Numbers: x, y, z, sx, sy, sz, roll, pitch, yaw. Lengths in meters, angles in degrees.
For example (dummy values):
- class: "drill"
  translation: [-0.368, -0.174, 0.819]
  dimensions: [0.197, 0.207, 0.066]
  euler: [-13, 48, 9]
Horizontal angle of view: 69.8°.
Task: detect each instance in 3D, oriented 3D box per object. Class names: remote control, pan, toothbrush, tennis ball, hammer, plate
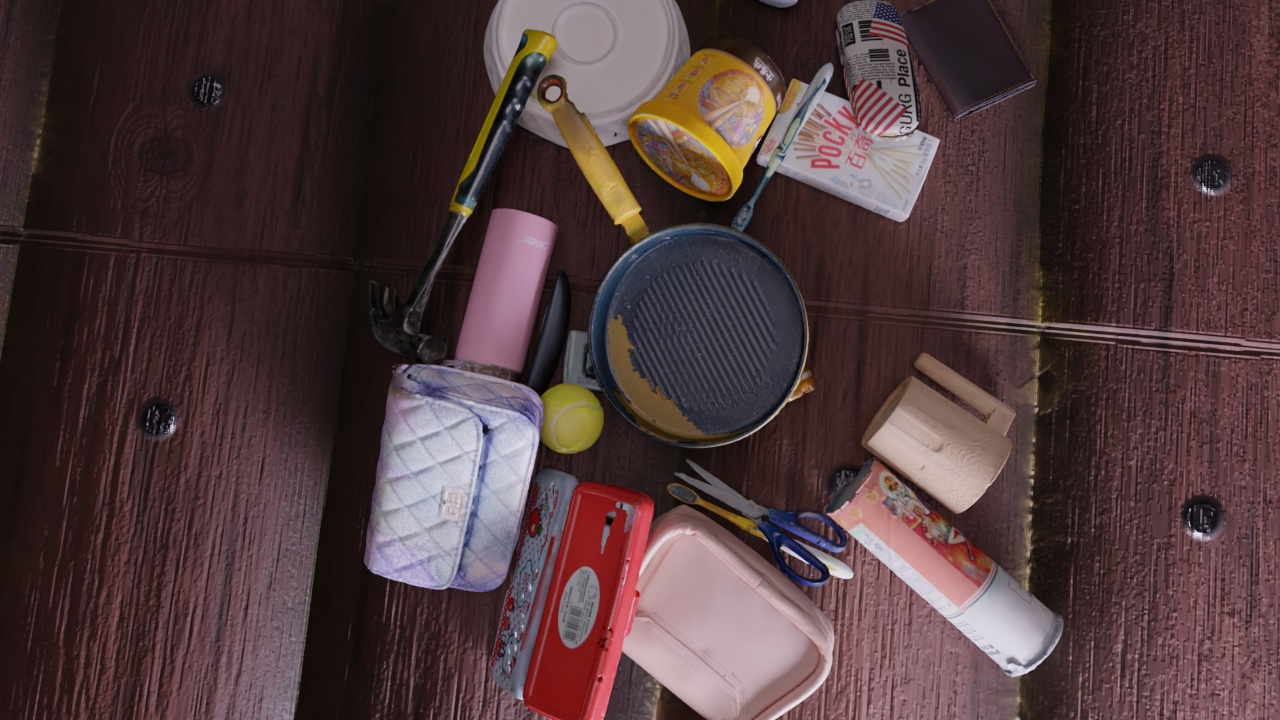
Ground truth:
- class: "remote control"
  translation: [-0.084, -0.018, 0.863]
  dimensions: [0.024, 0.053, 0.136]
  euler: [15, 85, 2]
- class: "pan"
  translation: [0.009, -0.091, 0.813]
  dimensions: [0.198, 0.078, 0.357]
  euler: [-30, 83, 14]
- class: "toothbrush"
  translation: [0.135, -0.202, 0.870]
  dimensions: [0.016, 0.018, 0.191]
  euler: [30, 86, 5]
- class: "tennis ball"
  translation: [-0.066, 0.054, 0.848]
  dimensions: [0.065, 0.065, 0.065]
  euler: [0, 84, 1]
- class: "hammer"
  translation: [-0.162, -0.156, 0.847]
  dimensions: [0.126, 0.032, 0.323]
  euler: [23, 87, 43]
- class: "plate"
  translation: [-0.054, -0.311, 0.900]
  dimensions: [0.205, 0.045, 0.204]
  euler: [0, 84, 0]
- class: "toothbrush"
  translation: [0.112, 0.159, 0.858]
  dimensions: [0.191, 0.018, 0.016]
  euler: [26, 86, 4]
- class: "remote control"
  translation: [-0.005, 0.005, 0.876]
  dimensions: [0.135, 0.019, 0.056]
  euler: [7, 84, 2]

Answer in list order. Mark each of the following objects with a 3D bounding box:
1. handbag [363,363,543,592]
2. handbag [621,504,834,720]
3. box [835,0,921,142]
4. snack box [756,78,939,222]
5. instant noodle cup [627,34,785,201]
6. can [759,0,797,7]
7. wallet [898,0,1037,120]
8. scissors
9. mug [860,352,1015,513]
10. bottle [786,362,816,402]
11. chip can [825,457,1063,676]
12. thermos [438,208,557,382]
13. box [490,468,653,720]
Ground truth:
- class: "handbag"
  translation: [-0.164, 0.106, 0.803]
  dimensions: [0.134, 0.075, 0.194]
  euler: [13, 111, -2]
- class: "handbag"
  translation: [0.037, 0.269, 0.824]
  dimensions: [0.193, 0.093, 0.234]
  euler: [39, 94, 4]
- class: "box"
  translation: [0.227, -0.278, 0.883]
  dimensions: [0.068, 0.052, 0.164]
  euler: [5, 67, -16]
- class: "snack box"
  translation: [0.201, -0.204, 0.893]
  dimensions: [0.157, 0.027, 0.084]
  euler: [23, 85, 3]
- class: "instant noodle cup"
  translation: [0.067, -0.229, 0.857]
  dimensions: [0.118, 0.118, 0.114]
  euler: [34, 77, 4]
- class: "can"
  translation: [0.154, -0.426, 0.902]
  dimensions: [0.058, 0.058, 0.146]
  euler: [23, 84, 3]
- class: "wallet"
  translation: [0.323, -0.308, 0.907]
  dimensions: [0.096, 0.020, 0.122]
  euler: [-25, 83, -7]
- class: "scissors"
  translation: [0.116, 0.138, 0.856]
  dimensions: [0.132, 0.012, 0.172]
  euler: [-17, 58, -27]
- class: "mug"
  translation: [0.277, 0.061, 0.842]
  dimensions: [0.103, 0.084, 0.124]
  euler: [35, 61, 6]
- class: "bottle"
  translation: [0.101, -0.040, 0.860]
  dimensions: [0.057, 0.057, 0.175]
  euler: [-26, 84, -2]
- class: "chip can"
  translation: [0.270, 0.184, 0.827]
  dimensions: [0.215, 0.071, 0.071]
  euler: [41, 86, 5]
- class: "thermos"
  translation: [-0.139, -0.041, 0.854]
  dimensions: [0.087, 0.067, 0.198]
  euler: [20, 82, -37]
- class: "box"
  translation: [-0.070, 0.201, 0.803]
  dimensions: [0.161, 0.058, 0.201]
  euler: [7, 80, 43]
